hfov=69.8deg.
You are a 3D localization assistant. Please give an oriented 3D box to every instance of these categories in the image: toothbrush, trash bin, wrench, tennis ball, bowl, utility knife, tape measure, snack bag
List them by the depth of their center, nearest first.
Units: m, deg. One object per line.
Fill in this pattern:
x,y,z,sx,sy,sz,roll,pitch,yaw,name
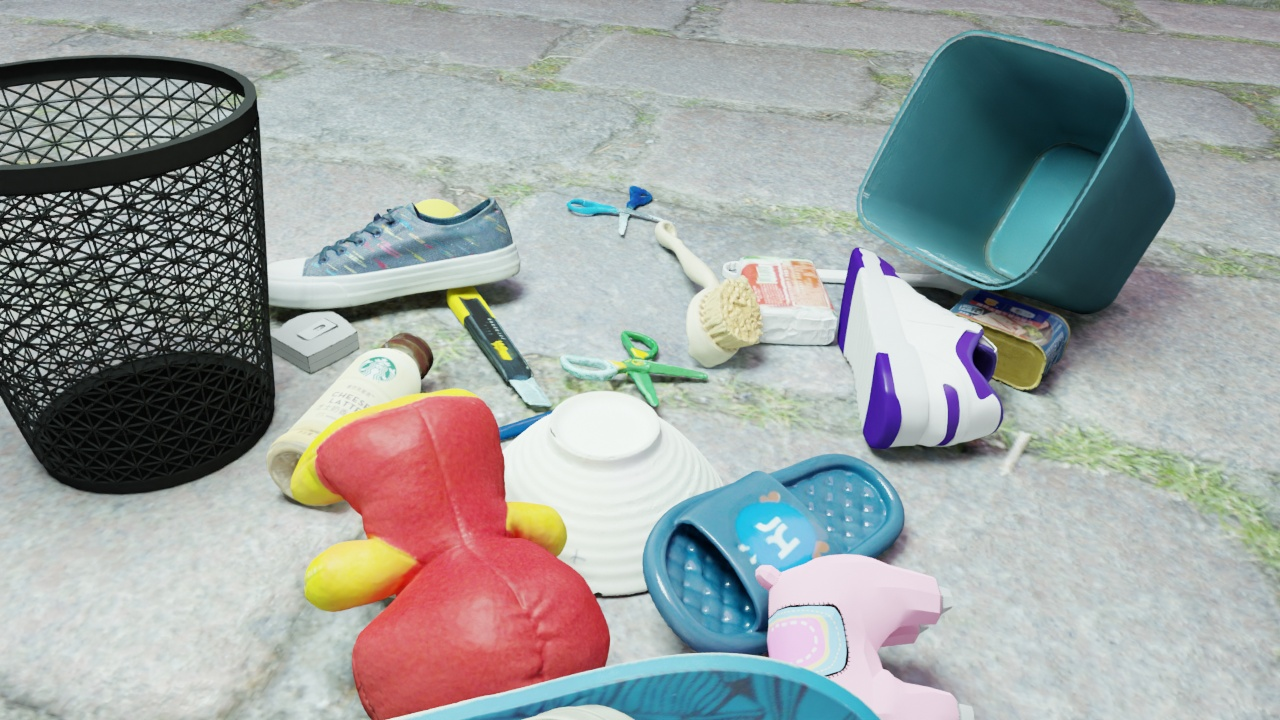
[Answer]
-0.025,0.070,0.622,0.177,0.071,0.177,2,33,-1,bowl
-0.355,-0.055,0.624,0.217,0.244,0.216,2,33,-2,trash bin
-0.103,0.051,0.692,0.189,0.017,0.016,-15,38,-25,toothbrush
-0.278,-0.019,0.782,0.060,0.020,0.062,24,39,29,tape measure
-0.124,-0.014,0.790,0.028,0.020,0.203,-16,39,-24,utility knife
0.358,-0.153,0.841,0.218,0.199,0.196,15,19,-44,trash bin
0.135,-0.058,0.861,0.077,0.036,0.115,2,33,-4,snack bag
-0.204,-0.127,0.912,0.065,0.065,0.065,2,33,-2,tennis ball
0.220,-0.084,0.933,0.273,0.009,0.047,3,33,-1,wrench

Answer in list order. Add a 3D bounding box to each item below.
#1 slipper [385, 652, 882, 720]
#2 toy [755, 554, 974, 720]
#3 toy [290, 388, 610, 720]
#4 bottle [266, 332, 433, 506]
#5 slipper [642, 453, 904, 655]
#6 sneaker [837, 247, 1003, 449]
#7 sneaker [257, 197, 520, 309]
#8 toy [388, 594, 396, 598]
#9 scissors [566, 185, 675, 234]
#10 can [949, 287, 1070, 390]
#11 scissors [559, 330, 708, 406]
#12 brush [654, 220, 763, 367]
-0.021,0.194,0.394,0.295,0.118,0.060,-5,-2,-4,slipper
0.084,0.164,0.474,0.157,0.067,0.123,0,59,-3,toy
-0.099,0.113,0.489,0.147,0.099,0.216,-19,60,-24,toy
-0.204,0.035,0.672,0.056,0.057,0.161,11,34,11,bottle
0.089,0.105,0.573,0.213,0.059,0.104,-20,55,-38,slipper
0.233,-0.018,0.765,0.111,0.092,0.243,4,37,0,sneaker
-0.231,-0.102,0.837,0.235,0.079,0.087,-10,21,-10,sneaker
-0.130,0.114,0.570,0.087,0.050,0.112,-23,46,-33,toy
-0.018,-0.175,1.048,0.127,0.014,0.133,16,34,18,scissors
0.314,-0.019,0.803,0.100,0.054,0.058,26,42,31,can
-0.007,0.005,0.764,0.131,0.011,0.125,2,27,-16,scissors
0.053,-0.081,0.874,0.077,0.062,0.272,-36,29,9,brush
